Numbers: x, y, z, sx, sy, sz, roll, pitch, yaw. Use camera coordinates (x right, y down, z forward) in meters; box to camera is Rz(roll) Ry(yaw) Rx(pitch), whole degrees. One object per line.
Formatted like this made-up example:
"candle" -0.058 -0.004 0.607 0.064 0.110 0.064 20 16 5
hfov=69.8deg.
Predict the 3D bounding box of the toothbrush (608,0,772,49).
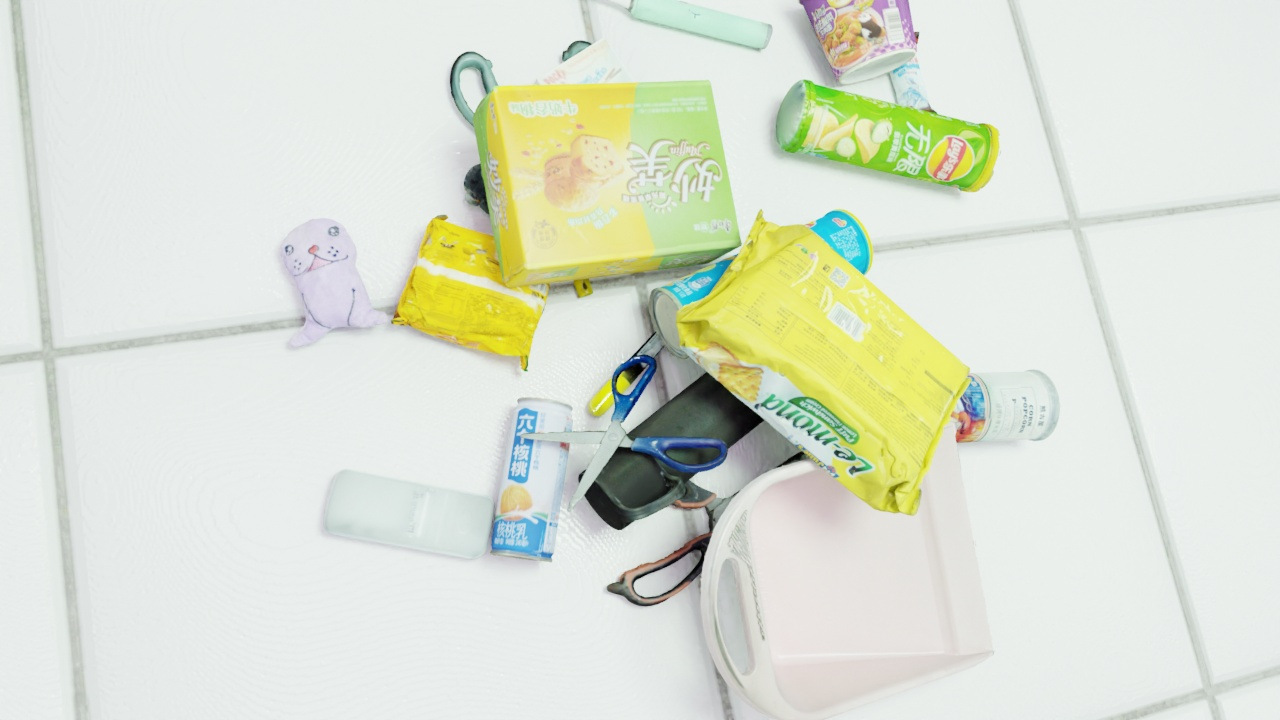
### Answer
"toothbrush" 0.025 -0.352 0.923 0.224 0.026 0.027 10 97 -11

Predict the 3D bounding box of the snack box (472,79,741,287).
"snack box" -0.027 -0.158 0.805 0.209 0.070 0.157 -9 86 -23

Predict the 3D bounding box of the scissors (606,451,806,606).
"scissors" 0.060 0.143 0.829 0.226 0.015 0.188 24 73 -7

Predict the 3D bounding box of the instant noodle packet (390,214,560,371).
"instant noodle packet" -0.140 -0.060 0.810 0.128 0.044 0.110 19 75 -10

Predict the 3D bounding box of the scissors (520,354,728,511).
"scissors" -0.010 0.061 0.751 0.162 0.012 0.172 18 50 15

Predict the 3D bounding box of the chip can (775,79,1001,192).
"chip can" 0.247 -0.226 0.926 0.221 0.073 0.072 10 76 -12

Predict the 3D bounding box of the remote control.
"remote control" -0.192 0.129 0.768 0.136 0.020 0.055 12 74 -11

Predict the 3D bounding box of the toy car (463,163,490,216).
"toy car" -0.120 -0.144 0.835 0.090 0.043 0.034 40 45 -6

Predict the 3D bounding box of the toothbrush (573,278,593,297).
"toothbrush" -0.078 -0.150 0.847 0.015 0.017 0.190 -18 90 -15

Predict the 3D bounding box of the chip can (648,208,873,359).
"chip can" 0.114 -0.073 0.855 0.210 0.071 0.071 -25 85 -20

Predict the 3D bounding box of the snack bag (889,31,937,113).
"snack bag" 0.285 -0.299 0.975 0.048 0.026 0.104 -8 80 -3

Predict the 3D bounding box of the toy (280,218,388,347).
"toy" -0.270 -0.069 0.783 0.084 0.039 0.108 -18 84 -6

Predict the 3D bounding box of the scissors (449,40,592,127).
"scissors" -0.086 -0.247 0.877 0.180 0.019 0.170 -42 90 -19

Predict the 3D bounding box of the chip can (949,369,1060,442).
"chip can" 0.285 0.046 0.877 0.214 0.071 0.071 -1 78 -13

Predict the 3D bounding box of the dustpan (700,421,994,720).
"dustpan" 0.181 0.183 0.762 0.273 0.139 0.222 -12 88 -1

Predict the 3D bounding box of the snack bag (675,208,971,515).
"snack bag" 0.160 -0.006 0.761 0.246 0.068 0.157 40 57 -1

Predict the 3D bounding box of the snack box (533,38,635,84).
"snack box" -0.024 -0.216 0.868 0.084 0.027 0.157 -38 97 -21

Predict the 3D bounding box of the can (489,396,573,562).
"can" -0.091 0.101 0.781 0.053 0.053 0.134 10 76 -12

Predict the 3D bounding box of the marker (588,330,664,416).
"marker" -0.005 0.005 0.845 0.018 0.015 0.124 43 69 -3

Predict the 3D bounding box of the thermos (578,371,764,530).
"thermos" 0.063 0.057 0.801 0.242 0.090 0.068 -37 124 -24

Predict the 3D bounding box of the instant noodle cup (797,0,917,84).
"instant noodle cup" 0.227 -0.343 0.934 0.111 0.112 0.099 -18 92 -17
